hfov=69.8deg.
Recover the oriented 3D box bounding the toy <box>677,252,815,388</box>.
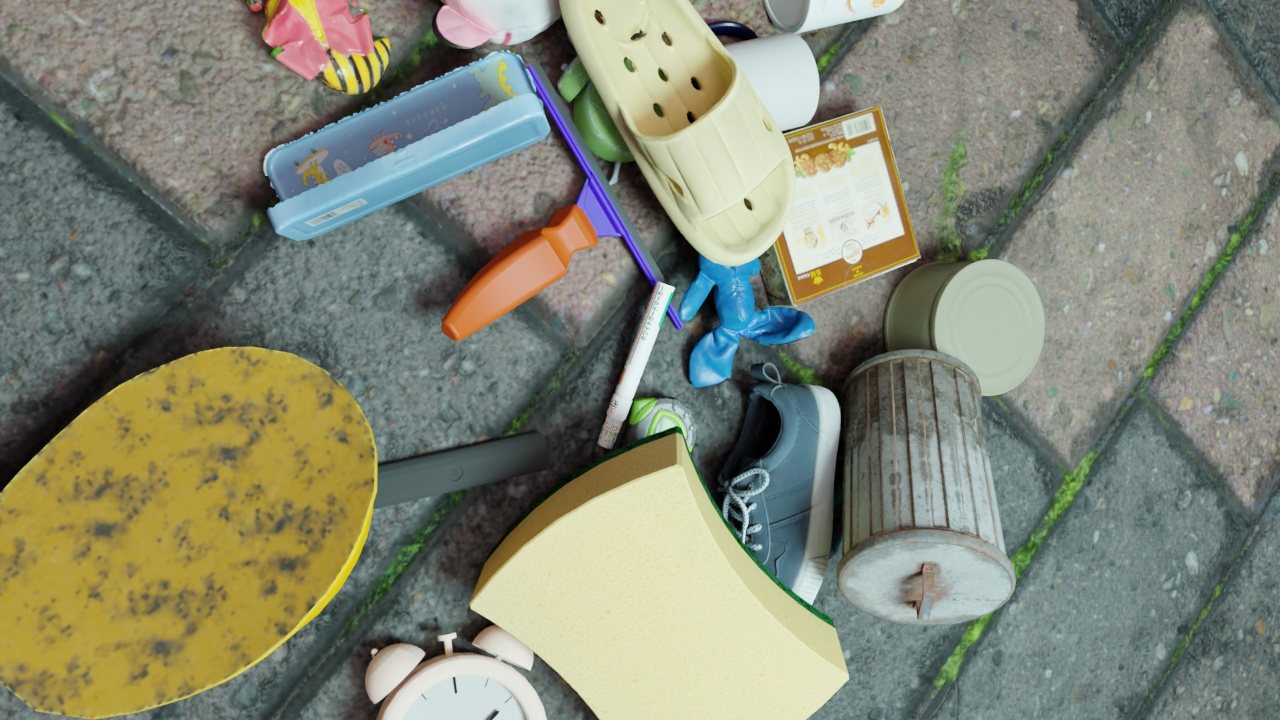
[{"bbox_3d":[0.081,-0.069,0.776,0.113,0.071,0.176,-11,94,0],"label":"toy"}]

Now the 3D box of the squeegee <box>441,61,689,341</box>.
[{"bbox_3d":[-0.085,-0.077,0.724,0.184,0.055,0.249,-44,115,-29],"label":"squeegee"}]

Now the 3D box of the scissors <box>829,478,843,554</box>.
[{"bbox_3d":[0.187,0.146,0.855,0.149,0.019,0.131,7,89,-21],"label":"scissors"}]

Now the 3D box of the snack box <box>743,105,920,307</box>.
[{"bbox_3d":[0.166,-0.137,0.822,0.143,0.041,0.147,-21,99,-18],"label":"snack box"}]

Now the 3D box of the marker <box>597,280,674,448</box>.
[{"bbox_3d":[-0.005,0.004,0.767,0.017,0.017,0.145,19,96,-20],"label":"marker"}]

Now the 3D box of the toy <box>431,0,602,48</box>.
[{"bbox_3d":[-0.074,-0.314,0.701,0.213,0.084,0.142,-19,86,-16],"label":"toy"}]

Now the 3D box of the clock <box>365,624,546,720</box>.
[{"bbox_3d":[-0.143,0.294,0.718,0.131,0.086,0.160,-6,85,-20],"label":"clock"}]

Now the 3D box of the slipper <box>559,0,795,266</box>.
[{"bbox_3d":[0.039,-0.190,0.676,0.111,0.079,0.261,-38,106,-8],"label":"slipper"}]

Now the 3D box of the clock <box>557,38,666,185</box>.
[{"bbox_3d":[-0.014,-0.212,0.753,0.094,0.043,0.119,-26,100,-18],"label":"clock"}]

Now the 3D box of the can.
[{"bbox_3d":[0.303,-0.031,0.860,0.127,0.073,0.128,-1,93,-20],"label":"can"}]

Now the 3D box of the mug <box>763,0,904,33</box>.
[{"bbox_3d":[0.169,-0.334,0.794,0.105,0.082,0.082,-19,99,-17],"label":"mug"}]

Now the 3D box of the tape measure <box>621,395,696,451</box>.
[{"bbox_3d":[0.016,0.062,0.780,0.058,0.036,0.065,17,90,-11],"label":"tape measure"}]

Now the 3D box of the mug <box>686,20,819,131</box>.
[{"bbox_3d":[0.081,-0.240,0.775,0.096,0.079,0.112,-18,70,-19],"label":"mug"}]

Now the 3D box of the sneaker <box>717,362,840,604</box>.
[{"bbox_3d":[0.108,0.122,0.790,0.087,0.089,0.235,13,82,-24],"label":"sneaker"}]

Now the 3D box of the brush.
[{"bbox_3d":[0.016,0.199,0.718,0.195,0.075,0.250,-35,103,12],"label":"brush"}]

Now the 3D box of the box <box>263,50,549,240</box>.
[{"bbox_3d":[-0.173,-0.161,0.660,0.210,0.072,0.079,-23,86,0],"label":"box"}]

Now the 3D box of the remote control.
[{"bbox_3d":[-0.145,0.087,0.732,0.146,0.015,0.033,-11,96,-19],"label":"remote control"}]

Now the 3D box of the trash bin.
[{"bbox_3d":[0.229,0.108,0.759,0.130,0.131,0.210,28,45,-19],"label":"trash bin"}]

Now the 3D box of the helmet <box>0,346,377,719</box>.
[{"bbox_3d":[-0.284,0.118,0.620,0.255,0.131,0.205,-33,72,-10],"label":"helmet"}]

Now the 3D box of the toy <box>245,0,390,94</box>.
[{"bbox_3d":[-0.233,-0.242,0.672,0.103,0.046,0.084,40,65,-22],"label":"toy"}]
